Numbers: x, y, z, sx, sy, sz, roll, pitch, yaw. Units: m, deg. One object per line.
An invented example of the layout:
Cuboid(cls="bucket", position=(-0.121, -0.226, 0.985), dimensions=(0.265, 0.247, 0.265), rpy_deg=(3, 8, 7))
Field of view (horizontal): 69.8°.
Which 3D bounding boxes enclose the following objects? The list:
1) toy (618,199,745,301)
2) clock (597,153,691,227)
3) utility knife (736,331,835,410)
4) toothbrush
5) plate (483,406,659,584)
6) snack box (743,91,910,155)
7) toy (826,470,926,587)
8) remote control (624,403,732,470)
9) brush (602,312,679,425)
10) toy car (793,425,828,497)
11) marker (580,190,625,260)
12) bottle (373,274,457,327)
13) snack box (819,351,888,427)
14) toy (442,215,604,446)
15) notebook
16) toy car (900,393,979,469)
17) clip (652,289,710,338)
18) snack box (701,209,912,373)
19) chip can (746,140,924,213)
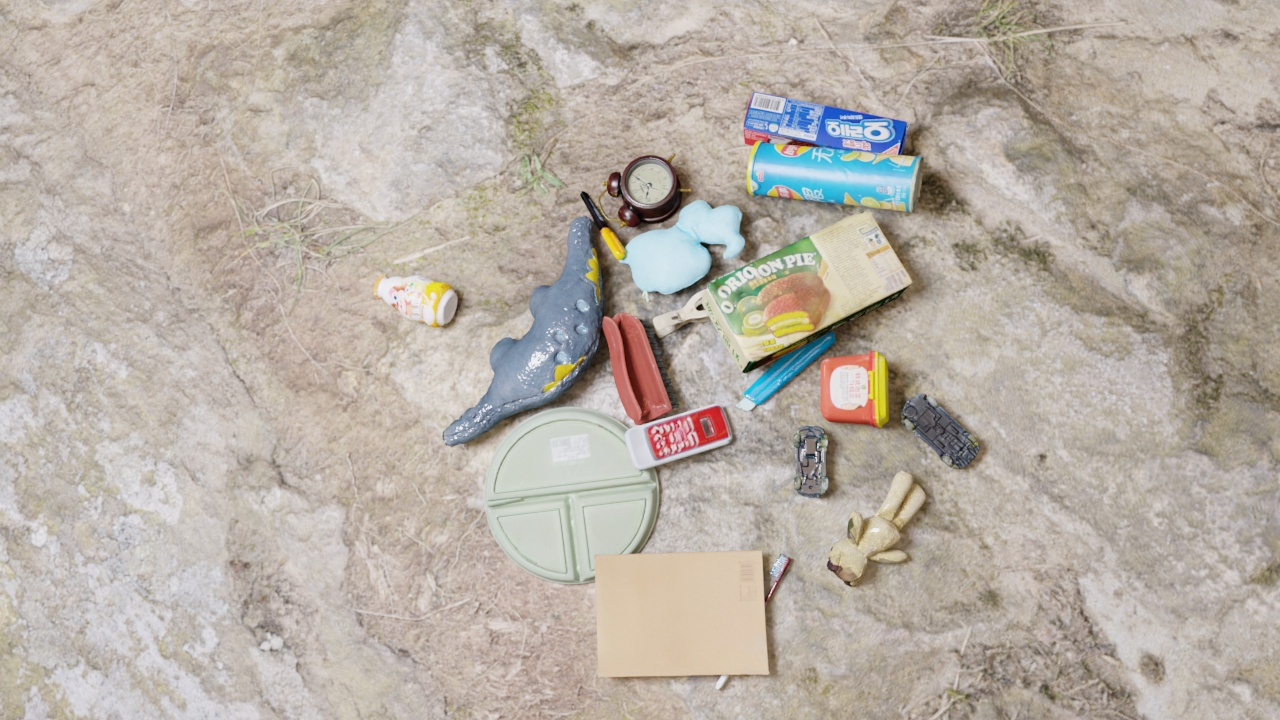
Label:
Cuboid(cls="toy", position=(0.053, -0.145, 1.208), dimensions=(0.161, 0.050, 0.156), rpy_deg=(16, 74, 23))
Cuboid(cls="clock", position=(0.002, -0.225, 1.227), dimensions=(0.122, 0.055, 0.082), rpy_deg=(-23, 79, 1))
Cuboid(cls="utility knife", position=(0.187, 0.010, 1.184), dimensions=(0.161, 0.018, 0.034), rpy_deg=(-42, 75, 2))
Cuboid(cls="toothbrush", position=(0.137, 0.325, 1.143), dimensions=(0.017, 0.016, 0.187), rpy_deg=(28, 86, 19))
Cuboid(cls="plate", position=(-0.091, 0.174, 1.181), dimensions=(0.230, 0.027, 0.230), rpy_deg=(0, 86, 4))
Cuboid(cls="snack box", position=(0.241, -0.299, 1.203), dimensions=(0.207, 0.058, 0.057), rpy_deg=(14, 83, 11))
Cuboid(cls="toy", position=(0.288, 0.204, 1.121), dimensions=(0.157, 0.066, 0.105), rpy_deg=(-49, 120, -5))
Cuboid(cls="remote control", position=(0.049, 0.097, 1.169), dimensions=(0.136, 0.020, 0.056), rpy_deg=(-15, 80, -13))
Cuboid(cls="brush", position=(-0.007, 0.007, 1.179), dimensions=(0.063, 0.069, 0.145), rpy_deg=(-28, 75, 40))
Cuboid(cls="toy car", position=(0.213, 0.127, 1.153), dimensions=(0.043, 0.034, 0.090), rpy_deg=(-1, 83, 5))
Cuboid(cls="marker", position=(-0.052, -0.184, 1.235), dimensions=(0.015, 0.018, 0.123), rpy_deg=(-44, 60, 25))
Cuboid(cls="bottle", position=(-0.307, -0.086, 1.248), dimensions=(0.108, 0.063, 0.063), rpy_deg=(18, 84, 11))
Cuboid(cls="snack box", position=(0.265, 0.036, 1.138), dimensions=(0.080, 0.082, 0.091), rpy_deg=(-1, 80, 18))
Cuboid(cls="toy", position=(-0.127, -0.021, 1.199), dimensions=(0.138, 0.091, 0.356), rpy_deg=(31, 84, 24))
Cuboid(cls="notebook", position=(0.050, 0.313, 1.136), dimensions=(0.211, 0.012, 0.149), rpy_deg=(-3, 81, 4))
Cuboid(cls="toy car", position=(0.369, 0.087, 1.137), dimensions=(0.049, 0.031, 0.105), rpy_deg=(-44, 79, -1))
Cuboid(cls="clip", position=(0.064, -0.060, 1.202), dimensions=(0.100, 0.070, 0.034), rpy_deg=(-26, 79, -4))
Cuboid(cls="snack box", position=(0.206, -0.086, 1.144), dimensions=(0.240, 0.063, 0.114), rpy_deg=(-26, 78, -11))
Cuboid(cls="chip can", position=(0.246, -0.234, 1.164), dimensions=(0.210, 0.071, 0.071), rpy_deg=(11, 83, 22))
